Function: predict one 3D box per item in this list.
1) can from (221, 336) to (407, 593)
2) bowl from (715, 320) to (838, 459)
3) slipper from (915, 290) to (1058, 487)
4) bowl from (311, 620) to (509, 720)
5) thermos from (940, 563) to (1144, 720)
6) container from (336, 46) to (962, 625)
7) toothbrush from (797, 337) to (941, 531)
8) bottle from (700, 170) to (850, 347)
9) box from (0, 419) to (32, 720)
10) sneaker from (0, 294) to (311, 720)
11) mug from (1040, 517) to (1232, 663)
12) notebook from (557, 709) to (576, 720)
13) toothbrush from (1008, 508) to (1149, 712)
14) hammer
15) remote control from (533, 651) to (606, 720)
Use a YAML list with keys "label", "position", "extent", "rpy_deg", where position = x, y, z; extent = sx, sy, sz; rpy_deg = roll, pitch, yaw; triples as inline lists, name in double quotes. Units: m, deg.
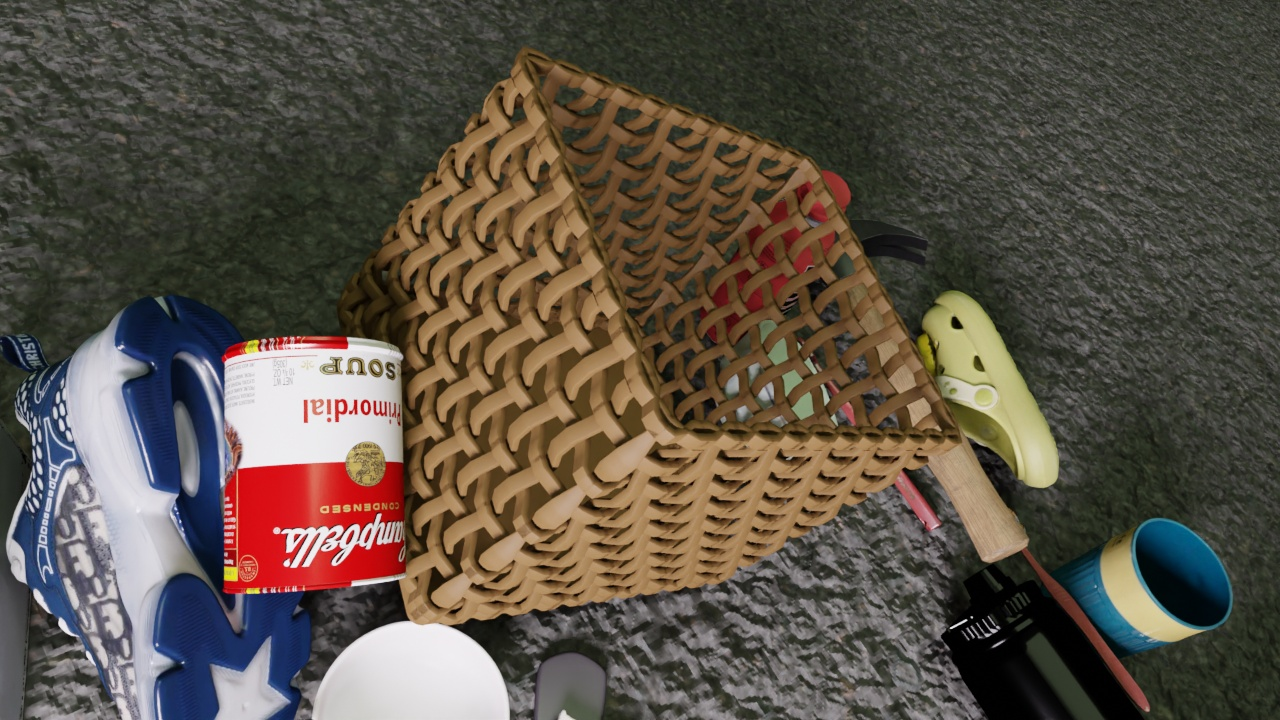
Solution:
- label: "can"
  position: [-0.163, 0.052, 0.460]
  extent: [0.086, 0.087, 0.116]
  rpy_deg: [0, 81, -21]
- label: "bowl"
  position: [0.097, 0.033, 0.696]
  extent: [0.117, 0.061, 0.117]
  rpy_deg: [44, 30, -34]
- label: "slipper"
  position: [0.281, 0.031, 0.778]
  extent: [0.082, 0.091, 0.190]
  rpy_deg: [-25, 54, 9]
- label: "bowl"
  position: [-0.130, 0.205, 0.516]
  extent: [0.105, 0.054, 0.104]
  rpy_deg: [9, 54, -14]
- label: "thermos"
  position: [0.287, 0.239, 0.633]
  extent: [0.086, 0.086, 0.198]
  rpy_deg: [-21, 68, -30]
- label: "container"
  position: [-0.003, 0.003, 0.546]
  extent: [0.251, 0.215, 0.219]
  rpy_deg: [5, 54, -44]
- label: "toothbrush"
  position: [0.180, 0.059, 0.751]
  extent: [0.016, 0.016, 0.190]
  rpy_deg: [-30, 73, -16]
- label: "bottle"
  position: [0.105, -0.076, 0.708]
  extent: [0.062, 0.177, 0.062]
  rpy_deg: [10, 56, -15]
- label: "box"
  position: [-0.368, 0.029, 0.300]
  extent: [0.119, 0.479, 0.166]
  rpy_deg: [-16, 62, 0]
- label: "sneaker"
  position: [-0.267, 0.107, 0.480]
  extent: [0.132, 0.103, 0.269]
  rpy_deg: [-7, 93, 18]
- label: "mug"
  position: [0.383, 0.178, 0.696]
  extent: [0.113, 0.107, 0.083]
  rpy_deg: [3, 56, -19]
- label: "notebook"
  position: [0.017, 0.317, 0.517]
  extent: [0.208, 0.012, 0.152]
  rpy_deg: [30, 53, -6]
- label: "toothbrush"
  position: [0.317, 0.179, 0.686]
  extent: [0.015, 0.016, 0.184]
  rpy_deg: [-17, 42, -6]
- label: "hammer"
  position: [0.217, 0.015, 0.734]
  extent: [0.132, 0.040, 0.305]
  rpy_deg: [-24, 61, 0]
- label: "remote control"
  position: [-0.046, 0.239, 0.553]
  extent: [0.046, 0.009, 0.124]
  rpy_deg: [12, 56, -14]
